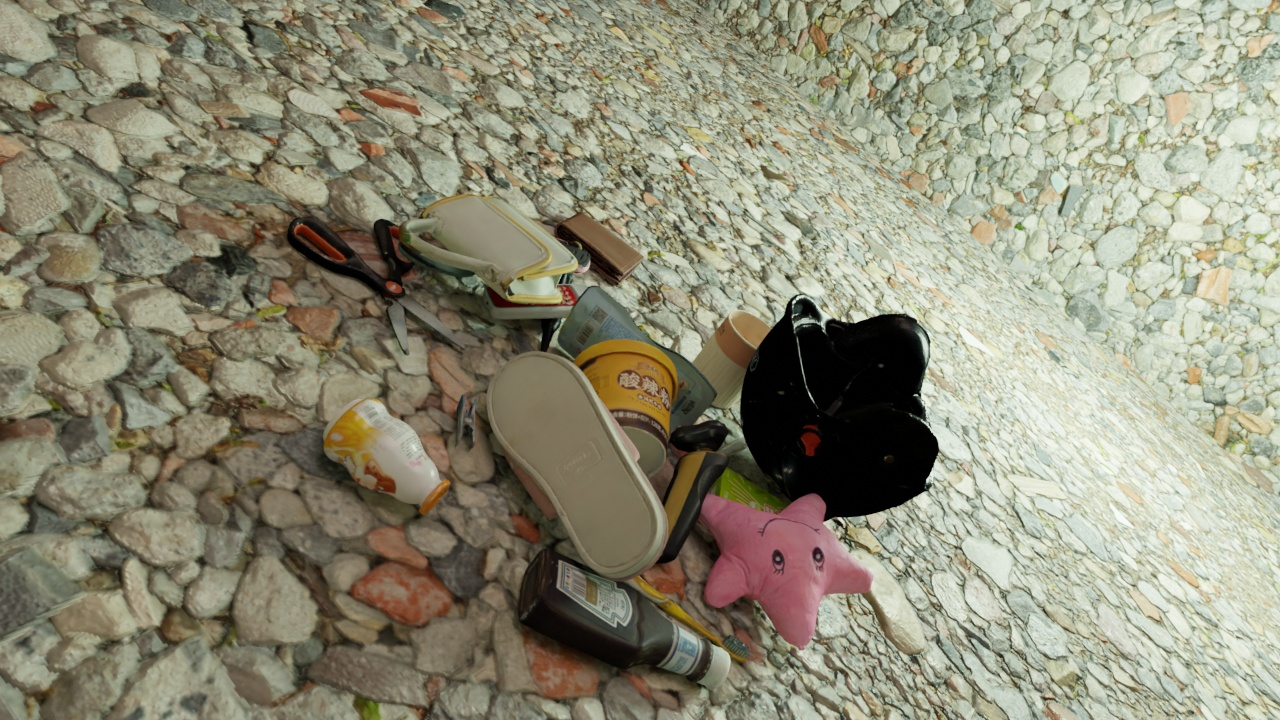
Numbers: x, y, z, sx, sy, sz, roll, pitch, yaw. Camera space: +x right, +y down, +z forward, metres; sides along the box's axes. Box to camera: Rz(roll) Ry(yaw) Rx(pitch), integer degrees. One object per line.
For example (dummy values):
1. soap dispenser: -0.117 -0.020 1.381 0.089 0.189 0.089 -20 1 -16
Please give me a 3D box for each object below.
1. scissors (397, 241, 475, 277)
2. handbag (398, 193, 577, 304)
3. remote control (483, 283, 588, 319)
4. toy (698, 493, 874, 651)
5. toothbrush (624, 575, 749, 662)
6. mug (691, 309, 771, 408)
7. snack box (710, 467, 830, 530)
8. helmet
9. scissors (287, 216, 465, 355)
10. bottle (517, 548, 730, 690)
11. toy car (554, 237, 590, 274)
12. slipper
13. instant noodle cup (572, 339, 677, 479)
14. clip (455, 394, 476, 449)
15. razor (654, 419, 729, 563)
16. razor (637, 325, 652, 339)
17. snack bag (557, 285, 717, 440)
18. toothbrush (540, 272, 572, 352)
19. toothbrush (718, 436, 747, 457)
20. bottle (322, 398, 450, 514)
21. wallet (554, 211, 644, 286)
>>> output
1. scissors: -0.220 -0.136 1.088 0.171 0.019 0.170 9 29 -40
2. handbag: -0.177 -0.130 1.030 0.163 0.063 0.178 40 27 26
3. remote control: -0.116 -0.071 1.089 0.135 0.020 0.056 -3 37 -24
4. toy: 0.152 0.213 0.940 0.194 0.075 0.178 5 50 -18
5. toothbrush: 0.025 0.225 0.862 0.191 0.018 0.016 36 28 -1
6. mug: 0.128 -0.003 1.201 0.081 0.106 0.114 47 31 18
7. snack box: 0.148 0.189 1.034 0.156 0.026 0.085 32 31 -10
8. helmet: 0.227 0.059 1.073 0.274 0.231 0.232 43 31 -11
9. scissors: -0.276 -0.093 0.992 0.221 0.022 0.227 29 30 -13
10. bottle: -0.011 0.231 0.792 0.195 0.044 0.079 29 24 -15
11. toy car: -0.125 -0.145 1.211 0.122 0.037 0.056 22 28 -1
12. slipper: -0.060 0.093 0.859 0.274 0.114 0.054 49 1 37
13. instant noodle cup: -0.020 0.058 0.961 0.118 0.119 0.114 24 40 -21
14. clip: -0.168 0.060 0.888 0.036 0.026 0.057 15 41 -21
15. razor: 0.042 0.133 0.935 0.067 0.062 0.167 27 56 0
16. razor: -0.032 -0.026 1.151 0.132 0.028 0.043 -7 55 -48
17. snack bag: -0.006 0.006 1.046 0.191 0.111 0.038 40 34 7
18. toothbrush: -0.108 -0.050 1.102 0.027 0.026 0.212 52 23 -25
19. toothbrush: 0.096 0.112 1.097 0.016 0.016 0.179 49 32 16
20. bottle: -0.211 0.082 0.771 0.108 0.063 0.063 39 30 4
21. wallet: -0.059 -0.163 1.311 0.124 0.032 0.101 38 27 1
